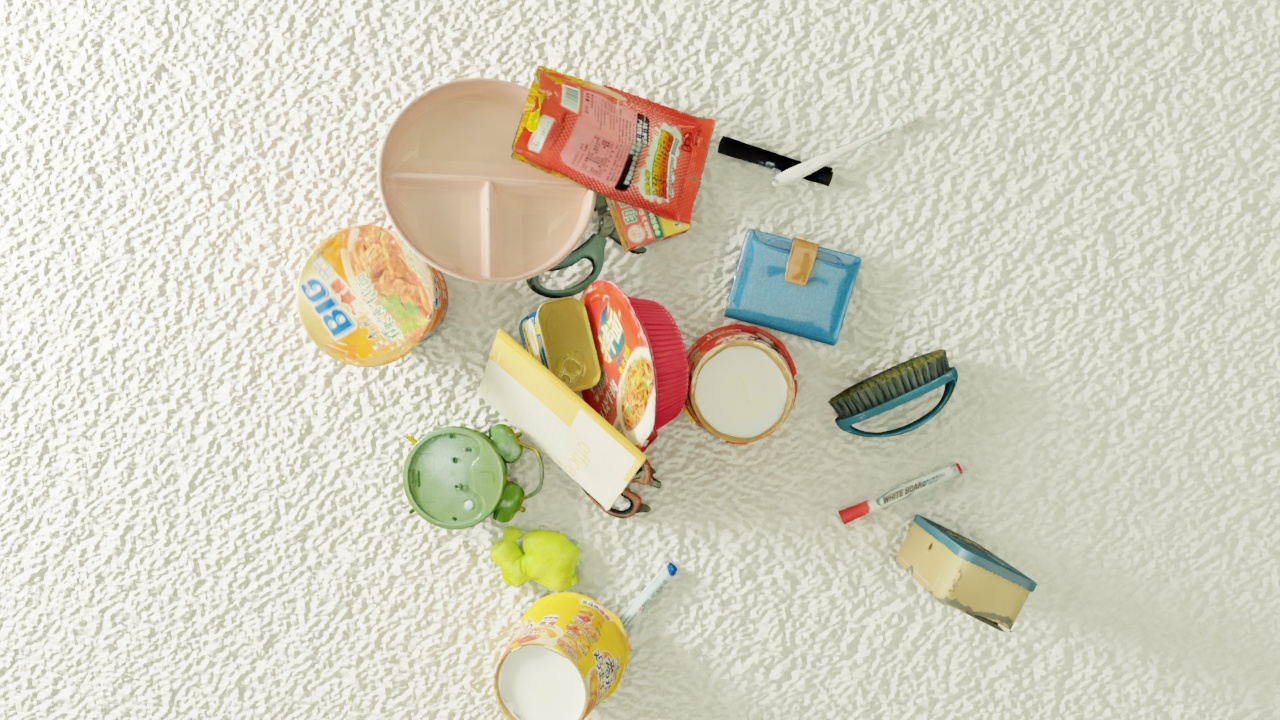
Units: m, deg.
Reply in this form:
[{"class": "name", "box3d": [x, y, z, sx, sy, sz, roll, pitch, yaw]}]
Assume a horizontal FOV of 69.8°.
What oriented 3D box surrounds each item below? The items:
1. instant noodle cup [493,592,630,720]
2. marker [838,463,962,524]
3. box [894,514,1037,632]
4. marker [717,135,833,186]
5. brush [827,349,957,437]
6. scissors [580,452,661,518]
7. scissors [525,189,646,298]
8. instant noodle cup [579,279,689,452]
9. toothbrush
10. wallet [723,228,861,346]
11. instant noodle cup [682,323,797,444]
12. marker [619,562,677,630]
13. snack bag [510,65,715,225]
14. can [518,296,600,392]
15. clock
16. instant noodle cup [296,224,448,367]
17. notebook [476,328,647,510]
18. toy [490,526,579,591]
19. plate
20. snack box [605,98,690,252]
[{"class": "instant noodle cup", "box3d": [-0.093, 0.342, 1.018, 0.138, 0.109, 0.138, 2, 97, 14]}, {"class": "marker", "box3d": [0.295, 0.151, 1.043, 0.145, 0.017, 0.017, -24, 91, 5]}, {"class": "box", "box3d": [0.337, 0.221, 0.962, 0.090, 0.184, 0.063, 25, 91, -4]}, {"class": "marker", "box3d": [0.151, -0.224, 1.029, 0.132, 0.020, 0.022, 18, 77, 2]}, {"class": "brush", "box3d": [0.285, 0.044, 1.018, 0.144, 0.055, 0.073, -25, 91, 4]}, {"class": "scissors", "box3d": [-0.069, 0.087, 1.062, 0.182, 0.015, 0.209, -12, 93, 5]}, {"class": "scissors", "box3d": [-0.081, -0.158, 1.025, 0.174, 0.019, 0.170, -42, 95, -12]}, {"class": "instant noodle cup", "box3d": [-0.006, 0.006, 0.989, 0.065, 0.194, 0.194, -9, 93, -26]}, {"class": "toothbrush", "box3d": [0.226, -0.233, 1.013, 0.180, 0.016, 0.016, -25, 83, -3]}, {"class": "wallet", "box3d": [0.170, -0.083, 1.028, 0.133, 0.040, 0.106, 16, 98, 2]}, {"class": "instant noodle cup", "box3d": [0.109, 0.028, 1.001, 0.138, 0.108, 0.138, 0, 93, 3]}, {"class": "marker", "box3d": [-0.008, 0.293, 1.069, 0.017, 0.017, 0.146, 40, 95, 1]}, {"class": "snack bag", "box3d": [-0.026, -0.230, 0.977, 0.207, 0.073, 0.128, 16, 79, -17]}, {"class": "can", "box3d": [-0.092, -0.012, 1.015, 0.057, 0.083, 0.102, -13, 89, -24]}, {"class": "clock", "box3d": [-0.191, 0.130, 1.051, 0.161, 0.056, 0.116, -2, 94, 4]}, {"class": "instant noodle cup", "box3d": [-0.286, -0.070, 1.017, 0.151, 0.111, 0.151, 0, 93, 3]}, {"class": "notebook", "box3d": [-0.091, 0.068, 1.001, 0.206, 0.146, 0.010, 41, 56, 7]}, {"class": "toy", "box3d": [-0.120, 0.229, 1.065, 0.100, 0.031, 0.096, -26, 94, 8]}, {"class": "plate", "box3d": [-0.161, -0.190, 0.978, 0.229, 0.028, 0.229, 3, 79, -14]}, {"class": "snack box", "box3d": [-0.006, -0.207, 1.026, 0.077, 0.027, 0.156, -20, 92, -15]}]
